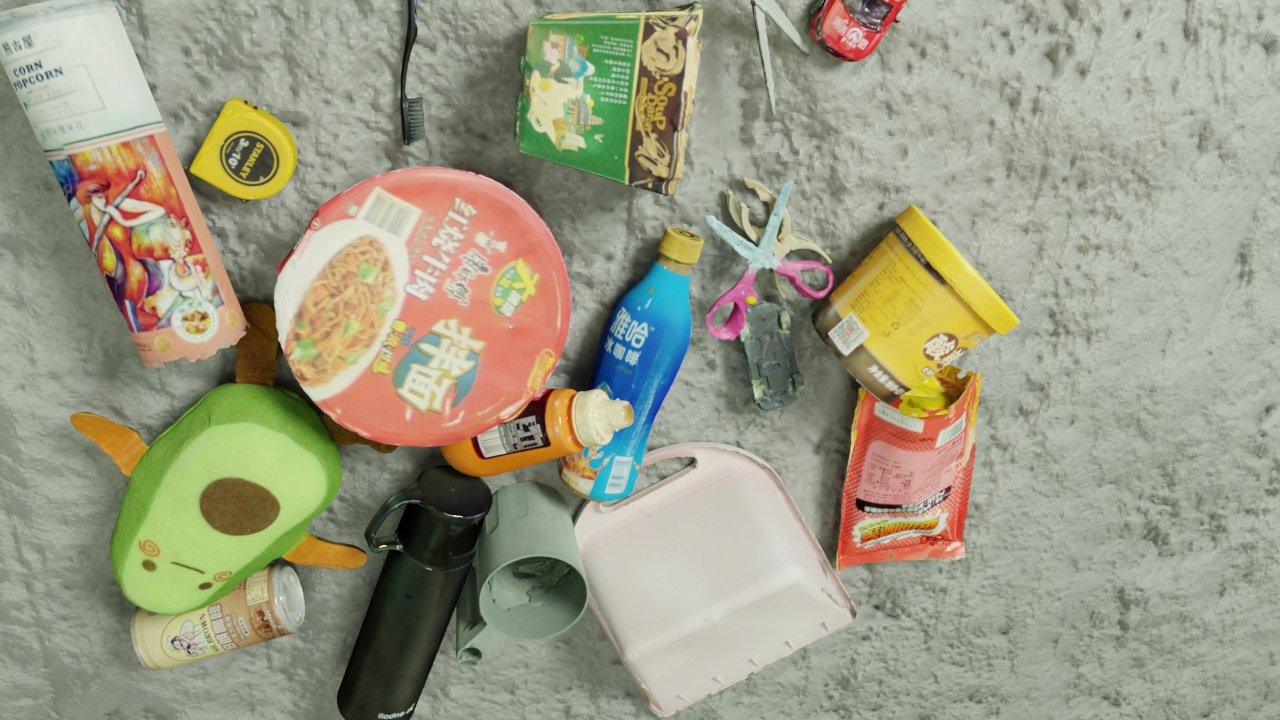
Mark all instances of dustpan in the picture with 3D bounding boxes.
[{"bbox_3d":[0.061,0.194,0.840,0.222,0.138,0.273,-27,146,0],"label":"dustpan"}]

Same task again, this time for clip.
[{"bbox_3d":[0.102,-0.095,0.691,0.070,0.034,0.100,-37,122,6],"label":"clip"}]

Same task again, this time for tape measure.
[{"bbox_3d":[-0.253,-0.135,0.595,0.057,0.029,0.060,30,106,-23],"label":"tape measure"}]

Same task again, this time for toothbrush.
[{"bbox_3d":[-0.143,-0.231,0.580,0.016,0.014,0.189,-2,116,-20],"label":"toothbrush"}]

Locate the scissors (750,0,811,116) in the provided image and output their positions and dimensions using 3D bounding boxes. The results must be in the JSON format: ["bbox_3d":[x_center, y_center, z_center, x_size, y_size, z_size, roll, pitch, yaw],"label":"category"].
[{"bbox_3d":[0.070,-0.245,0.582,0.175,0.012,0.162,4,87,-53],"label":"scissors"}]

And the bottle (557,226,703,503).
[{"bbox_3d":[-0.004,0.004,0.699,0.065,0.065,0.219,13,112,-18],"label":"bottle"}]

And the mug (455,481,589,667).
[{"bbox_3d":[-0.104,0.171,0.738,0.124,0.103,0.083,-42,117,11],"label":"mug"}]

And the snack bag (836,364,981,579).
[{"bbox_3d":[0.235,0.103,0.804,0.128,0.073,0.208,-9,122,-7],"label":"snack bag"}]

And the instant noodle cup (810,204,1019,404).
[{"bbox_3d":[0.203,-0.037,0.698,0.118,0.118,0.115,38,110,-26],"label":"instant noodle cup"}]

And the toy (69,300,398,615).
[{"bbox_3d":[-0.294,0.090,0.666,0.227,0.090,0.247,37,100,-19],"label":"toy"}]

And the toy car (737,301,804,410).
[{"bbox_3d":[0.102,-0.004,0.735,0.043,0.034,0.090,-16,109,-1],"label":"toy car"}]

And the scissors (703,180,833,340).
[{"bbox_3d":[0.095,-0.070,0.678,0.133,0.017,0.134,5,122,-21],"label":"scissors"}]

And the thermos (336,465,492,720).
[{"bbox_3d":[-0.193,0.194,0.734,0.089,0.068,0.243,5,121,-32],"label":"thermos"}]

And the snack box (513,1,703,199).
[{"bbox_3d":[-0.021,-0.174,0.590,0.105,0.117,0.118,8,113,-2],"label":"snack box"}]

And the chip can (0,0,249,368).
[{"bbox_3d":[-0.313,-0.105,0.562,0.071,0.071,0.215,-15,113,-5],"label":"chip can"}]

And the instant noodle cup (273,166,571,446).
[{"bbox_3d":[-0.148,-0.041,0.632,0.193,0.066,0.194,-8,112,-20],"label":"instant noodle cup"}]

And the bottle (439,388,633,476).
[{"bbox_3d":[-0.075,0.048,0.677,0.150,0.066,0.067,-9,121,23],"label":"bottle"}]

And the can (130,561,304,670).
[{"bbox_3d":[-0.333,0.203,0.730,0.116,0.058,0.058,-15,118,-4],"label":"can"}]

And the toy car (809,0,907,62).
[{"bbox_3d":[0.162,-0.260,0.615,0.053,0.045,0.121,24,111,-21],"label":"toy car"}]
